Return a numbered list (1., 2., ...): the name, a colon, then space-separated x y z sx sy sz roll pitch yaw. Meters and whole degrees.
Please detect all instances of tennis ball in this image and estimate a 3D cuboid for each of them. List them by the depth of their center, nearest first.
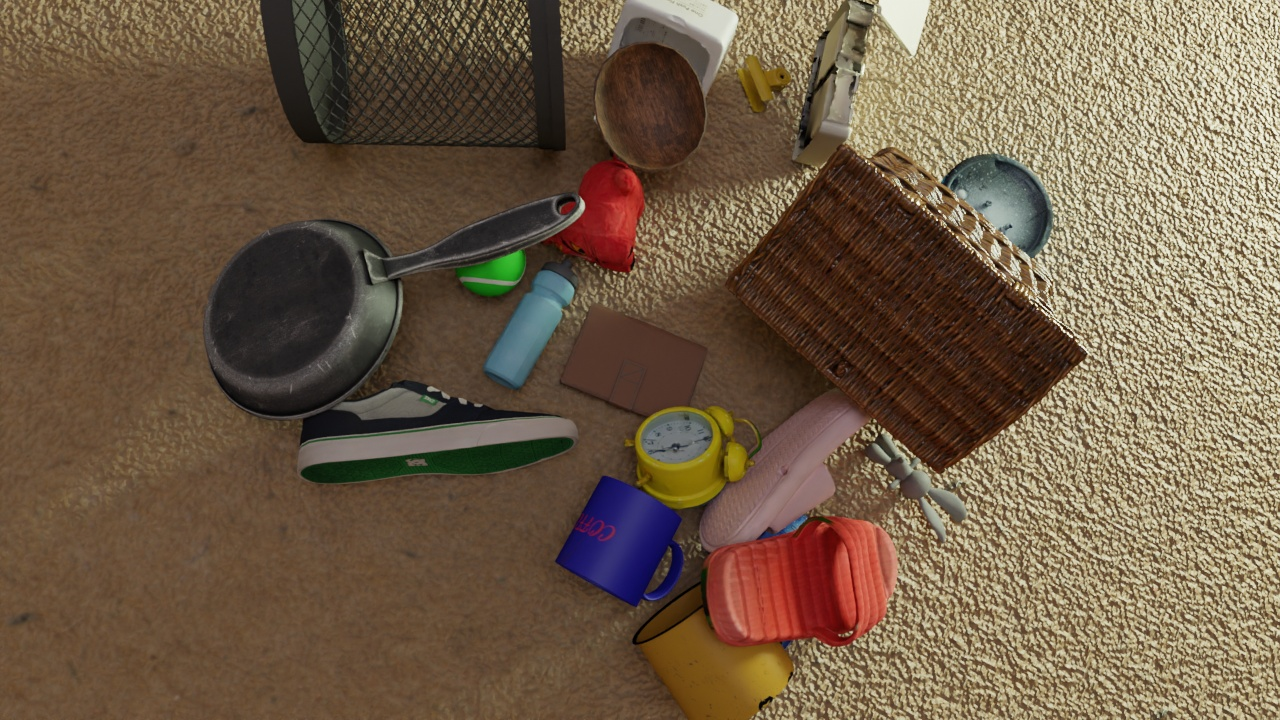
1. tennis ball: -0.137 -0.091 0.834 0.065 0.065 0.065 2 77 -8

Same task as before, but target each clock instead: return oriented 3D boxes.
1. clock: 0.048 0.081 0.808 0.118 0.057 0.083 -14 41 -3
2. clock: 0.328 -0.132 0.911 0.161 0.060 0.117 -33 85 -12

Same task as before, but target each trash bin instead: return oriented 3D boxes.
1. trash bin: -0.185 -0.290 0.800 0.227 0.218 0.217 -3 78 -5

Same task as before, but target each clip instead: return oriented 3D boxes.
1. clip: 0.129 -0.285 0.933 0.049 0.044 0.054 -22 79 13

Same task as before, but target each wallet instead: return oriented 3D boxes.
1. wallet: -0.005 0.005 0.858 0.121 0.013 0.087 22 73 -4

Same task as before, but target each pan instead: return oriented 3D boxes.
1. pan: -0.217 -0.073 0.784 0.357 0.055 0.187 -23 67 5

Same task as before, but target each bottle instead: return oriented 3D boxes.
1. bottle: -0.097 -0.037 0.841 0.040 0.040 0.130 28 75 -1

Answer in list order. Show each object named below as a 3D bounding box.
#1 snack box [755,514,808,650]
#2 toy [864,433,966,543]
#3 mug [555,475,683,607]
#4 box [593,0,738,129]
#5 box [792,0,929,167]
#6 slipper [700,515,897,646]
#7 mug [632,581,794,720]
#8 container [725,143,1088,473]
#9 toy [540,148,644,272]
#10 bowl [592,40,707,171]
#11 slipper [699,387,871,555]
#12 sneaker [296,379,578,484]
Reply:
1. snack box: 0.114 0.208 0.822 0.082 0.027 0.150 41 76 2
2. toy: 0.258 0.116 0.861 0.049 0.030 0.111 -38 80 -29
3. mug: -0.007 0.163 0.796 0.111 0.079 0.083 37 73 -28
4. box: 0.012 -0.268 0.869 0.109 0.121 0.136 26 54 -1
5. box: 0.213 -0.270 0.858 0.070 0.186 0.143 14 83 -6
6. slipper: 0.150 0.178 0.744 0.248 0.059 0.103 1 74 -45
7. mug: 0.068 0.233 0.753 0.123 0.101 0.094 -31 85 -45
8. container: 0.239 -0.065 0.808 0.250 0.163 0.182 42 32 3
9. toy: -0.044 -0.152 0.856 0.094 0.088 0.132 7 74 6
10. bowl: 0.007 -0.228 0.832 0.102 0.026 0.114 -16 98 -9
11. slipper: 0.135 0.096 0.817 0.221 0.107 0.055 -42 104 -20
12. sneaker: -0.173 0.053 0.793 0.235 0.084 0.079 -3 65 -8
